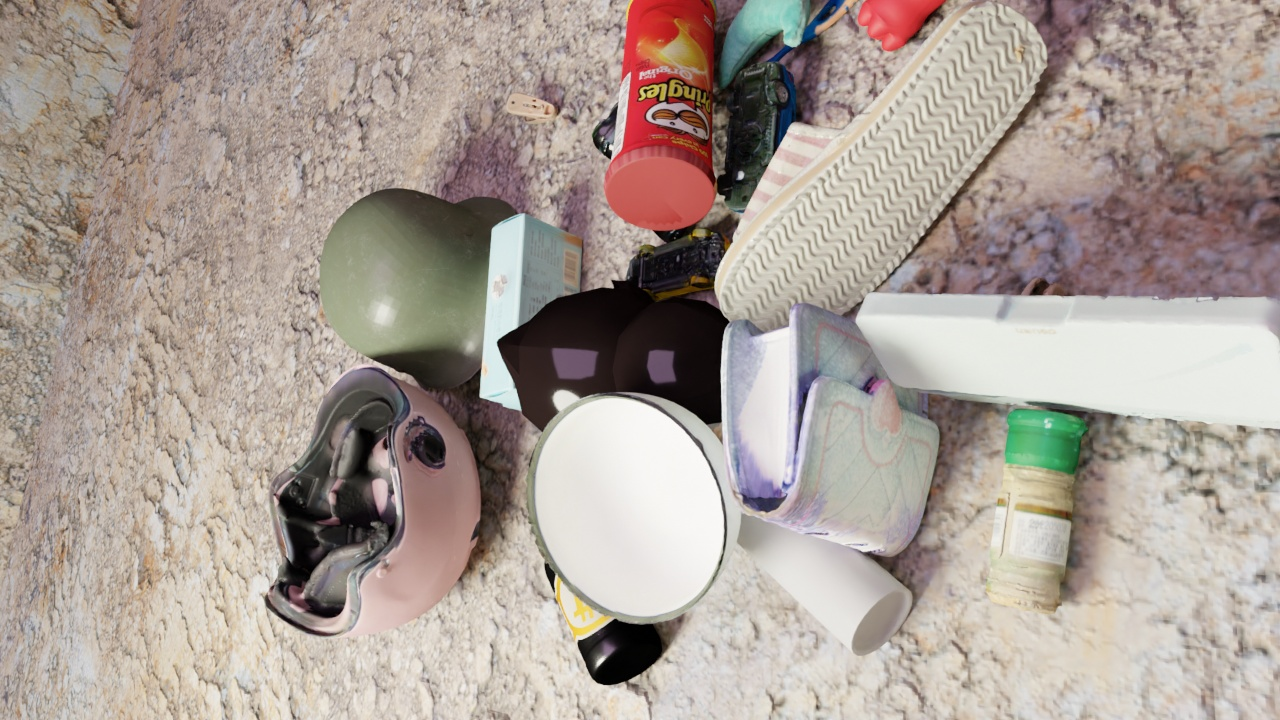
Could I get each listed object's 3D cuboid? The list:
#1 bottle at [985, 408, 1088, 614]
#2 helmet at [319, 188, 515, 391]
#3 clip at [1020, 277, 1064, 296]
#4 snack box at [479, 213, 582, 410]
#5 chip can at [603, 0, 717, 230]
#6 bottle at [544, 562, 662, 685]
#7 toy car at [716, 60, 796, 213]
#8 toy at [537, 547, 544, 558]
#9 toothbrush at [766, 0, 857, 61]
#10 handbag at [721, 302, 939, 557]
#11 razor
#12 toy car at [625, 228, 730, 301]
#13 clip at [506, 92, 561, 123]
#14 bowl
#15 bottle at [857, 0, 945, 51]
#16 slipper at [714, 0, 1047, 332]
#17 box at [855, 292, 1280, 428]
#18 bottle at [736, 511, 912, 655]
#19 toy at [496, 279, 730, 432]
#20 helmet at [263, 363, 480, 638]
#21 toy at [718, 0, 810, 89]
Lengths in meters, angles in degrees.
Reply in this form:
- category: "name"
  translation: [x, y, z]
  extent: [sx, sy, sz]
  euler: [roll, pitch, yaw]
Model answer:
- category: "bottle"
  translation: [0.223, 0.084, 0.518]
  extent: [0.043, 0.043, 0.111]
  euler: [4, 81, 45]
- category: "helmet"
  translation: [-0.243, -0.085, 0.950]
  extent: [0.268, 0.153, 0.227]
  euler: [39, 105, 44]
- category: "clip"
  translation: [0.236, -0.018, 0.551]
  extent: [0.061, 0.026, 0.049]
  euler: [-40, 54, 31]
- category: "snack box"
  translation: [-0.100, -0.043, 0.854]
  extent: [0.053, 0.075, 0.174]
  euler: [-15, 67, 40]
- category: "chip can"
  translation: [0.021, -0.216, 0.754]
  extent: [0.087, 0.087, 0.213]
  euler: [-24, 49, 38]
- category: "bottle"
  translation: [-0.046, 0.168, 0.743]
  extent: [0.059, 0.059, 0.181]
  euler: [-50, 48, 21]
- category: "toy car"
  translation: [0.097, -0.174, 0.723]
  extent: [0.056, 0.043, 0.120]
  euler: [1, 81, 45]
- category: "toy"
  translation: [-0.021, 0.128, 0.702]
  extent: [0.113, 0.067, 0.087]
  euler: [-17, 63, 12]
- category: "toothbrush"
  translation: [0.144, -0.271, 0.731]
  extent: [0.135, 0.017, 0.021]
  euler: [-42, 55, 24]
- category: "handbag"
  translation: [0.120, 0.045, 0.549]
  extent: [0.069, 0.158, 0.126]
  euler: [-14, 65, 39]
- category: "razor"
  translation: [0.001, -0.164, 0.800]
  extent: [0.053, 0.063, 0.140]
  euler: [117, 138, -54]
- category: "toy car"
  translation: [0.030, -0.077, 0.768]
  extent: [0.107, 0.030, 0.049]
  euler: [-9, 72, 41]
- category: "clip"
  translation: [-0.113, -0.265, 0.966]
  extent: [0.026, 0.061, 0.049]
  euler: [-69, 17, 3]
- category: "bowl"
  translation: [0.004, 0.093, 0.621]
  extent: [0.154, 0.072, 0.153]
  euler: [5, 100, 32]
- category: "bottle"
  translation: [0.216, -0.281, 0.642]
  extent: [0.142, 0.042, 0.042]
  euler: [-44, 51, 26]
- category: "slipper"
  translation: [0.149, -0.124, 0.615]
  extent: [0.263, 0.115, 0.052]
  euler: [-48, 29, 22]
- category: "box"
  translation: [0.224, 0.008, 0.473]
  extent: [0.197, 0.136, 0.044]
  euler: [7, 69, 46]
- category: "bottle"
  translation: [0.094, 0.115, 0.627]
  extent: [0.195, 0.052, 0.052]
  euler: [40, 105, 44]
- category: "toy"
  translation: [-0.004, 0.004, 0.694]
  extent: [0.184, 0.140, 0.159]
  euler: [-3, 70, 43]
- category: "helmet"
  translation: [-0.243, 0.136, 0.881]
  extent: [0.231, 0.152, 0.255]
  euler: [-33, 54, 36]
- category: "toy"
  translation: [0.102, -0.272, 0.750]
  extent: [0.105, 0.033, 0.085]
  euler: [-19, 53, 56]
